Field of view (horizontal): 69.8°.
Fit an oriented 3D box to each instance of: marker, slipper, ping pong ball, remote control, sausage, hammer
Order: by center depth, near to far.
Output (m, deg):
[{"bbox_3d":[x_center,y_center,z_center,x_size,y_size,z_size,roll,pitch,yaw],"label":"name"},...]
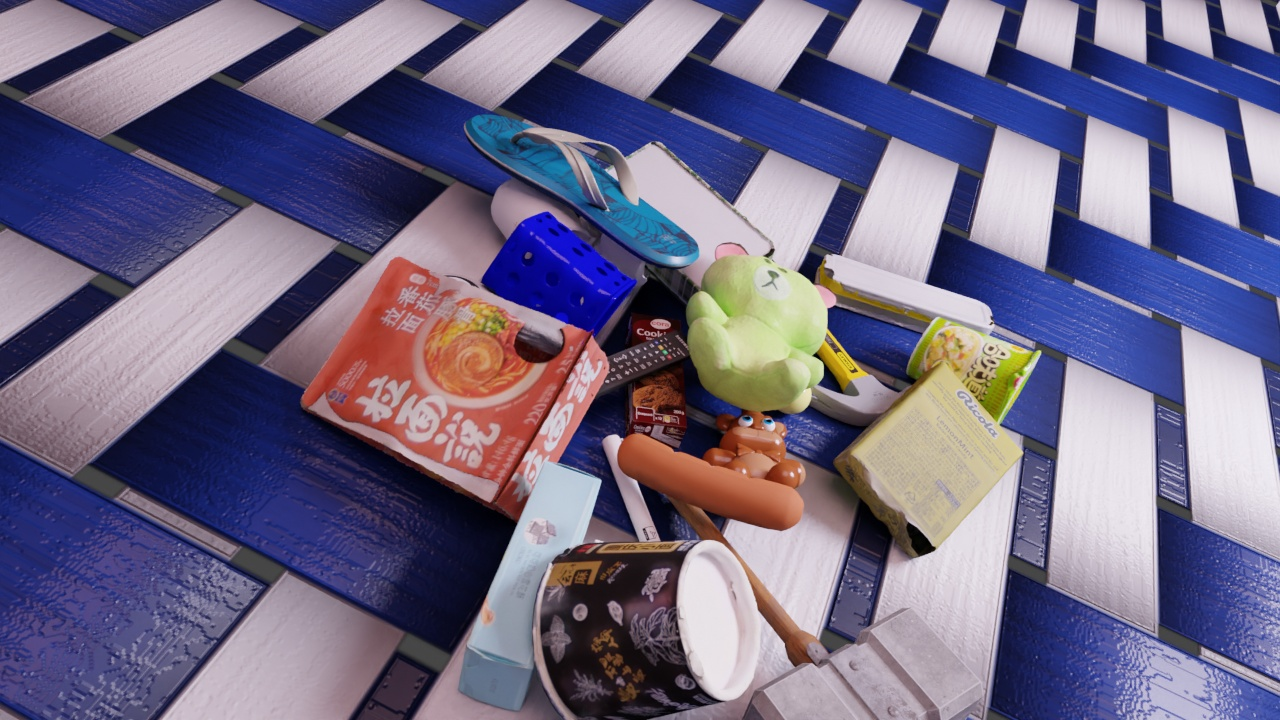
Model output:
[{"bbox_3d":[0.094,0.187,0.735,0.162,0.083,0.317,-17,47,-30],"label":"hammer"},{"bbox_3d":[0.055,0.102,0.764,0.164,0.039,0.044,18,36,18],"label":"sausage"},{"bbox_3d":[-0.004,0.121,0.799,0.020,0.017,0.133,-5,50,-23],"label":"marker"},{"bbox_3d":[-0.005,0.005,0.861,0.146,0.015,0.033,-22,57,-32],"label":"remote control"},{"bbox_3d":[0.150,0.034,0.912,0.040,0.040,0.040,9,46,-9],"label":"ping pong ball"},{"bbox_3d":[-0.053,-0.194,0.950,0.295,0.060,0.118,37,31,18],"label":"slipper"},{"bbox_3d":[0.175,-0.054,1.013,0.126,0.029,0.323,-13,52,-27],"label":"hammer"}]

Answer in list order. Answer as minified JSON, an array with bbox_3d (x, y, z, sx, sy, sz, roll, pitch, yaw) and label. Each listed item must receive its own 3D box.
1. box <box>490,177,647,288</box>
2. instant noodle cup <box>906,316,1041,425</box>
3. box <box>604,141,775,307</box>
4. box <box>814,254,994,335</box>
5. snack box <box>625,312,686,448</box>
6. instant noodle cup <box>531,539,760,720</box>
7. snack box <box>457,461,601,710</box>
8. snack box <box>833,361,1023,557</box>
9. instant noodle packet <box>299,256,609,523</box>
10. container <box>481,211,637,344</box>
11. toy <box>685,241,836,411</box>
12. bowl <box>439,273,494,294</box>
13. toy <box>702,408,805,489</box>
[{"bbox_3d":[-0.074,-0.132,0.974,0.125,0.085,0.155,-11,53,-34],"label":"box"},{"bbox_3d":[0.345,0.009,0.964,0.108,0.099,0.098,31,46,24],"label":"instant noodle cup"},{"bbox_3d":[0.042,-0.148,1.019,0.117,0.051,0.205,-37,70,-25],"label":"box"},{"bbox_3d":[0.305,-0.068,1.065,0.210,0.037,0.064,17,40,0],"label":"box"},{"bbox_3d":[0.013,0.017,0.891,0.051,0.032,0.140,8,46,-10],"label":"snack box"},{"bbox_3d":[0.011,0.183,0.635,0.137,0.112,0.137,33,49,-47],"label":"instant noodle cup"},{"bbox_3d":[-0.081,0.166,0.693,0.053,0.075,0.174,19,46,0],"label":"snack box"},{"bbox_3d":[0.273,0.095,0.876,0.180,0.045,0.121,-34,80,-34],"label":"snack box"},{"bbox_3d":[-0.162,0.015,0.785,0.221,0.084,0.164,24,74,17],"label":"instant noodle packet"},{"bbox_3d":[-0.078,-0.075,0.883,0.113,0.085,0.085,39,21,1],"label":"container"},{"bbox_3d":[0.111,-0.028,0.887,0.150,0.107,0.196,25,32,7],"label":"toy"},{"bbox_3d":[-0.180,-0.040,0.862,0.120,0.067,0.120,9,46,-9],"label":"bowl"},{"bbox_3d":[0.105,0.080,0.840,0.095,0.065,0.127,9,41,-1],"label":"toy"}]
